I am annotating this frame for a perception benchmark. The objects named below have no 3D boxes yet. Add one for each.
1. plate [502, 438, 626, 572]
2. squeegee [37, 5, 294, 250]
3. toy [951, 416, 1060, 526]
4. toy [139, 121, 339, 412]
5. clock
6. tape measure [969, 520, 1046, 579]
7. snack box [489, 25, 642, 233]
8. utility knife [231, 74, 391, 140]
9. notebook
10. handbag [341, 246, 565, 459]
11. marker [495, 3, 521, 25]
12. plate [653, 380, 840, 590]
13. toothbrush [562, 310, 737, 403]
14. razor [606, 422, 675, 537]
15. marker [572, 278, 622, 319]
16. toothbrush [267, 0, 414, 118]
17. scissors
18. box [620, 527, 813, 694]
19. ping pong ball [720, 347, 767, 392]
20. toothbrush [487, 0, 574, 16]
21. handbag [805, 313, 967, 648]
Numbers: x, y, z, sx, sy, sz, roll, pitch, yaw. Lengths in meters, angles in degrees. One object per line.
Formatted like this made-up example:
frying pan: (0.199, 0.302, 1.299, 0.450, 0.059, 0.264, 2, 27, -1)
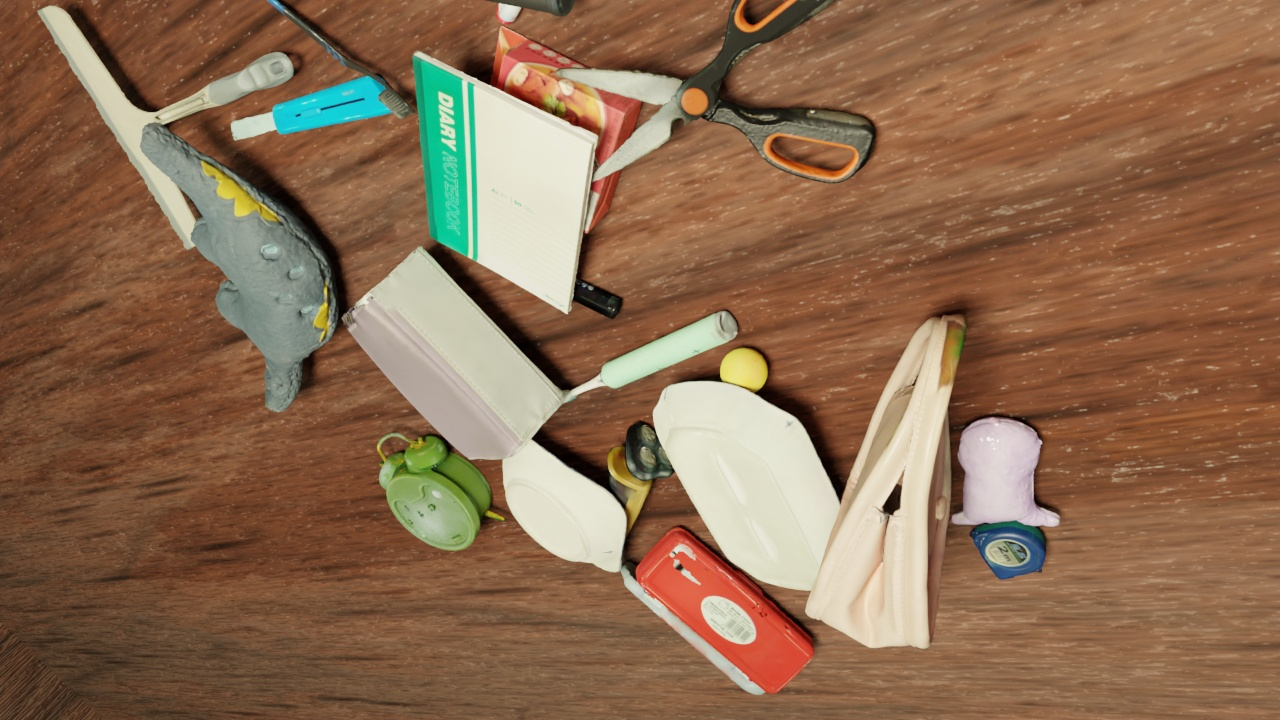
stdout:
plate: (-0.089, 0.160, 0.964, 0.164, 0.034, 0.165, 31, 144, 20)
squeegee: (-0.397, -0.243, 0.844, 0.247, 0.039, 0.246, -9, 118, 29)
toy: (0.291, 0.092, 0.736, 0.084, 0.038, 0.108, -2, 118, 22)
toy: (-0.372, -0.075, 0.916, 0.138, 0.091, 0.357, 2, 134, 2)
clock: (-0.239, 0.145, 1.051, 0.116, 0.056, 0.161, -30, 108, 40)
tape measure: (0.317, 0.159, 0.784, 0.055, 0.025, 0.058, -24, 115, 37)
snack box: (-0.074, -0.178, 0.716, 0.127, 0.044, 0.113, 28, 133, 7)
utility knife: (-0.301, -0.221, 0.824, 0.210, 0.018, 0.034, -3, 123, 31)
notebook: (-0.111, -0.133, 0.734, 0.150, 0.012, 0.210, 28, 149, 8)
handbag: (-0.183, 0.000, 0.878, 0.197, 0.098, 0.145, 49, 148, -15)
marker: (-0.066, -0.294, 0.640, 0.017, 0.017, 0.146, 40, 133, -5)
plate: (0.101, 0.127, 0.837, 0.162, 0.034, 0.266, 2, 133, 39)
toothbrush: (-0.005, 0.005, 0.835, 0.225, 0.027, 0.026, -24, 75, 39)
razor: (-0.009, 0.132, 0.925, 0.067, 0.062, 0.168, 7, 138, -8)
marker: (-0.078, -0.071, 0.820, 0.132, 0.020, 0.022, 25, 149, 9)
toothbrush: (-0.261, -0.260, 0.759, 0.189, 0.016, 0.014, 39, 175, 5)
scissors: (0.060, -0.188, 0.629, 0.221, 0.021, 0.231, 28, 124, -5)
box: (0.078, 0.267, 0.989, 0.201, 0.099, 0.112, 41, 99, -5)
ping pong ball: (0.088, 0.009, 0.779, 0.040, 0.040, 0.040, 15, 130, 18)
toothbrush: (-0.142, -0.283, 0.670, 0.213, 0.026, 0.027, 21, 94, 23)
handbag: (0.198, 0.074, 0.679, 0.093, 0.192, 0.235, 14, 122, 16)
